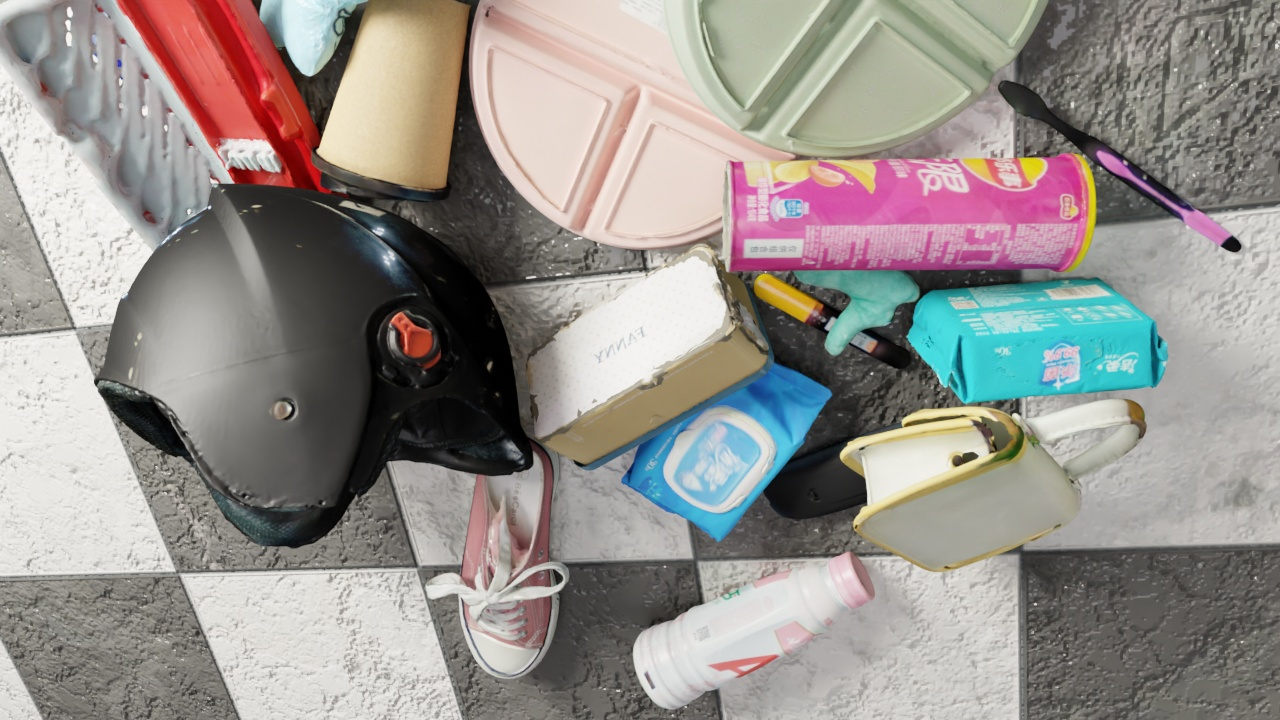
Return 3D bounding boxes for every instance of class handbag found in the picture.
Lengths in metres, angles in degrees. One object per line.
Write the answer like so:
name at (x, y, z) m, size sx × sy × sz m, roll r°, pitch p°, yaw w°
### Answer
handbag at (0.235, 0.070, 0.595) m, size 0.179 × 0.063 × 0.163 m, roll -27°, pitch 144°, yaw 26°

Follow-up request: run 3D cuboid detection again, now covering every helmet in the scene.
helmet at (-0.204, 0.004, 0.613) m, size 0.274 × 0.234 × 0.230 m, roll 7°, pitch 74°, yaw -21°

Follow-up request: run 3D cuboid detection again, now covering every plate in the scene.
plate at (0.125, -0.212, 0.505) m, size 0.230 × 0.027 × 0.231 m, roll -5°, pitch 131°, yaw -6°
plate at (0.000, -0.175, 0.585) m, size 0.229 × 0.028 × 0.230 m, roll 3°, pitch 118°, yaw 6°

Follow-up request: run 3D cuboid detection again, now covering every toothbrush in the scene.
toothbrush at (0.297, -0.120, 0.569) m, size 0.189 × 0.017 × 0.014 m, roll 32°, pitch 117°, yaw -7°

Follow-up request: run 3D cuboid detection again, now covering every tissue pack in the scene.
tissue pack at (0.060, 0.060, 0.674) m, size 0.095 × 0.052 × 0.157 m, roll 32°, pitch 116°, yaw -4°
tissue pack at (0.241, -0.013, 0.574) m, size 0.133 × 0.093 × 0.050 m, roll -4°, pitch 111°, yaw 5°

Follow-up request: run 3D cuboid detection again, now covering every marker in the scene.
marker at (0.135, -0.027, 0.642) m, size 0.124 × 0.015 × 0.018 m, roll 28°, pitch 114°, yaw -4°

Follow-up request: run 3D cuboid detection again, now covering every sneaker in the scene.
sneaker at (-0.111, 0.171, 0.740) m, size 0.118 × 0.087 × 0.241 m, roll 12°, pitch 114°, yaw 6°

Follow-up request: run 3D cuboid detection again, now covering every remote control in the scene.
remote control at (0.156, 0.086, 0.681) m, size 0.137 × 0.024 × 0.053 m, roll -24°, pitch 108°, yaw 21°

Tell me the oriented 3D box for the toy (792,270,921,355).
toy at (0.141, -0.054, 0.617) m, size 0.092 × 0.030 × 0.096 m, roll 34°, pitch 103°, yaw -3°

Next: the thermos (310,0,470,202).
thermos at (-0.159, -0.171, 0.603) m, size 0.093 × 0.093 × 0.143 m, roll 19°, pitch 108°, yaw 3°

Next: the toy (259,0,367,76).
toy at (-0.184, -0.246, 0.550) m, size 0.161 × 0.049 × 0.156 m, roll 44°, pitch 122°, yaw 37°

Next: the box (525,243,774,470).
box at (-0.004, 0.004, 0.636) m, size 0.185 × 0.089 × 0.063 m, roll -30°, pitch 140°, yaw 25°

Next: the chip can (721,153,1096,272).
chip can at (0.157, -0.090, 0.561) m, size 0.210 × 0.071 × 0.071 m, roll 0°, pitch 114°, yaw 3°

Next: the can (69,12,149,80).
can at (-0.314, -0.249, 0.605) m, size 0.049 × 0.074 × 0.148 m, roll 43°, pitch 114°, yaw -11°

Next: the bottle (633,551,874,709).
bottle at (0.089, 0.211, 0.730) m, size 0.197 × 0.068 × 0.068 m, roll -31°, pitch 104°, yaw 19°

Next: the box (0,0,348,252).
box at (-0.298, -0.160, 0.605) m, size 0.160 × 0.063 × 0.201 m, roll -13°, pitch 140°, yaw 1°
